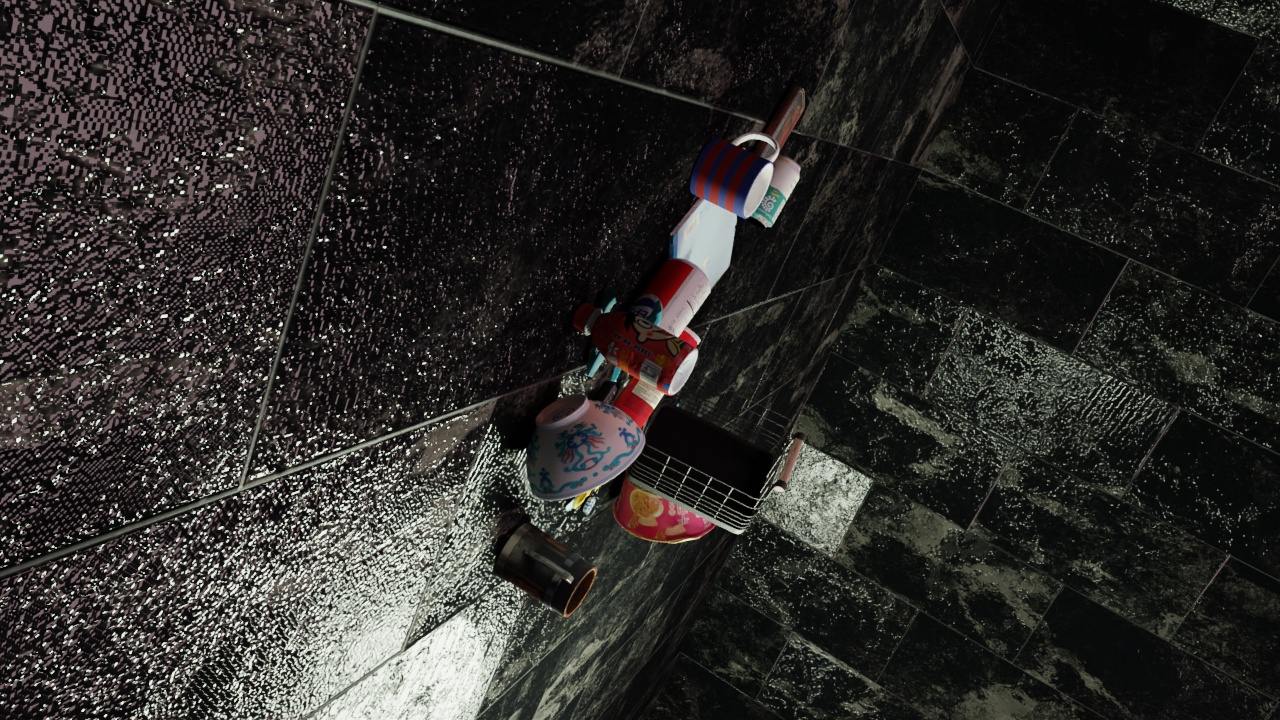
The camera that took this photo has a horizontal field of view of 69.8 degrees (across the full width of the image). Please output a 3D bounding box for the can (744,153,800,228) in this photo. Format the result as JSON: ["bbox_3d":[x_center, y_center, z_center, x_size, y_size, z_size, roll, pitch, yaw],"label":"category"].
[{"bbox_3d":[0.192,-0.249,1.352,0.101,0.055,0.055,-60,163,-3],"label":"can"}]

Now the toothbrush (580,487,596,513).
[{"bbox_3d":[-0.045,0.149,1.352,0.167,0.014,0.014,-61,153,-15],"label":"toothbrush"}]

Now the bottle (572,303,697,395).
[{"bbox_3d":[-0.010,-0.019,0.992,0.061,0.137,0.062,-52,162,-25],"label":"bottle"}]

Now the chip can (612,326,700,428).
[{"bbox_3d":[0.000,0.047,1.232,0.214,0.052,0.052,-56,163,-9],"label":"chip can"}]

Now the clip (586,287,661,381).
[{"bbox_3d":[-0.040,-0.037,1.065,0.121,0.031,0.130,32,120,-33],"label":"clip"}]

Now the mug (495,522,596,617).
[{"bbox_3d":[-0.123,0.264,1.174,0.079,0.107,0.116,-55,162,-19],"label":"mug"}]

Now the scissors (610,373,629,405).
[{"bbox_3d":[-0.015,0.013,1.246,0.161,0.014,0.141,-59,166,-5],"label":"scissors"}]

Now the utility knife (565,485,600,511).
[{"bbox_3d":[-0.063,0.180,1.372,0.164,0.017,0.031,-42,150,-49],"label":"utility knife"}]

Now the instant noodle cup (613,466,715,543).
[{"bbox_3d":[0.044,0.213,1.503,0.178,0.179,0.078,-38,135,-52],"label":"instant noodle cup"}]

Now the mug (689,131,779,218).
[{"bbox_3d":[0.121,-0.238,1.128,0.111,0.076,0.075,-56,163,-16],"label":"mug"}]

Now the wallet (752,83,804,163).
[{"bbox_3d":[0.194,-0.323,1.300,0.123,0.019,0.072,-60,166,-3],"label":"wallet"}]

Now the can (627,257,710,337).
[{"bbox_3d":[0.027,-0.061,1.150,0.131,0.070,0.070,-54,162,-22],"label":"can"}]

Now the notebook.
[{"bbox_3d":[0.088,-0.152,1.284,0.180,0.009,0.254,-52,161,-26],"label":"notebook"}]

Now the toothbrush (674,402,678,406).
[{"bbox_3d":[0.032,0.117,1.544,0.134,0.017,0.022,-48,156,-35],"label":"toothbrush"}]

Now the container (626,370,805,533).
[{"bbox_3d":[0.109,0.134,1.410,0.162,0.241,0.131,-60,174,-37],"label":"container"}]

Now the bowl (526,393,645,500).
[{"bbox_3d":[-0.075,0.086,1.044,0.143,0.144,0.074,-45,117,-43],"label":"bowl"}]

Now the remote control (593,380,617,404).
[{"bbox_3d":[-0.072,0.088,1.195,0.136,0.015,0.032,-56,163,-16],"label":"remote control"}]
